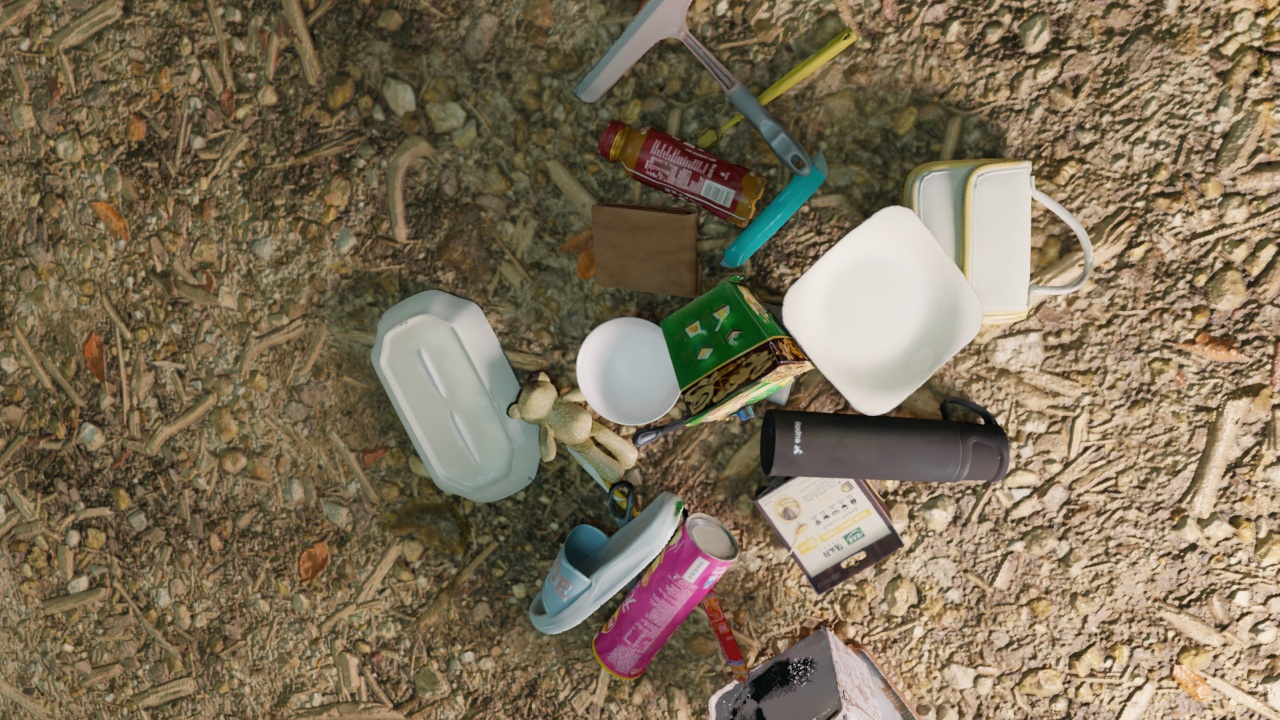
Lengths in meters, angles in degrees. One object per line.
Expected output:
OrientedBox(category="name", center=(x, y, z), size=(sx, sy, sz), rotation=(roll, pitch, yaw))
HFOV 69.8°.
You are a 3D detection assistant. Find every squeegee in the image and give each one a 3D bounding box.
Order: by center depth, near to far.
OrientedBox(category="squeegee", center=(0.091, -0.275, 0.925), size=(0.248, 0.040, 0.249), rotation=(-43, 76, 20))

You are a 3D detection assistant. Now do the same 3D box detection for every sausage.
OrientedBox(category="sausage", center=(0.089, 0.296, 1.043), size=(0.020, 0.020, 0.155), rotation=(-32, 67, 17))

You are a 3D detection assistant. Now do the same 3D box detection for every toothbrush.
OrientedBox(category="toothbrush", center=(0.136, -0.275, 0.937), size=(0.190, 0.016, 0.015), rotation=(-34, 93, 17))
OrientedBox(category="toothbrush", center=(-0.018, 0.161, 1.067), size=(0.191, 0.016, 0.018), rotation=(47, 125, -1))

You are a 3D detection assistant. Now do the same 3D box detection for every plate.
OrientedBox(category="plate", center=(0.229, -0.048, 0.880), size=(0.163, 0.034, 0.164), rotation=(-41, 103, 1))
OrientedBox(category="plate", center=(-0.221, 0.048, 1.079), size=(0.162, 0.034, 0.266), rotation=(-23, 96, 16))

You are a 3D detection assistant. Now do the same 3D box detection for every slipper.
OrientedBox(category="slipper", center=(-0.050, 0.220, 1.023), size=(0.074, 0.103, 0.246), rotation=(44, 116, -6))

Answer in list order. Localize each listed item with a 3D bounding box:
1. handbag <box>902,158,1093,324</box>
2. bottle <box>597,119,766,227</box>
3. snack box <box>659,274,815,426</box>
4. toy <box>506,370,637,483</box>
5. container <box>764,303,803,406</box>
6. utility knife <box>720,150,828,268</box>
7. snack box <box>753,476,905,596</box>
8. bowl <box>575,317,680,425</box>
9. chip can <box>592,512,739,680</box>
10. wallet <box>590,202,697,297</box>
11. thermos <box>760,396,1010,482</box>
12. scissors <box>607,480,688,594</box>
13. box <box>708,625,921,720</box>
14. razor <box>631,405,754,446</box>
OrientedBox(category="handbag", center=(0.354, -0.117, 0.904), size=(0.179, 0.063, 0.163), rotation=(-3, 103, 9))
OrientedBox(category="bottle", center=(0.041, -0.198, 0.954), size=(0.175, 0.057, 0.057), rotation=(25, 106, 6))
OrientedBox(category="snack box", center=(0.084, -0.010, 0.877), size=(0.118, 0.118, 0.105), rotation=(-32, 77, 20))
OrientedBox(category="toy", center=(-0.075, 0.078, 1.045), size=(0.157, 0.066, 0.105), rotation=(37, 75, -1))
OrientedBox(category="container", center=(0.113, -0.017, 0.963), size=(0.114, 0.090, 0.090), rotation=(16, 105, 11))
OrientedBox(category="utility knife", center=(0.141, -0.154, 0.966), size=(0.029, 0.013, 0.157), rotation=(45, 110, 3))
OrientedBox(category="snack box", center=(0.204, 0.170, 1.001), size=(0.113, 0.053, 0.125), rotation=(-35, 93, 16))
OrientedBox(category="bowl", center=(-0.006, 0.006, 1.006), size=(0.118, 0.064, 0.118), rotation=(3, 103, 11))
OrientedBox(category="chip can", center=(0.027, 0.269, 1.039), size=(0.071, 0.071, 0.211), rotation=(35, 115, 3))
OrientedBox(category="wallet", center=(0.005, -0.119, 0.983), size=(0.115, 0.020, 0.101), rotation=(8, 126, 13))
OrientedBox(category="thermos", center=(0.248, 0.080, 0.943), size=(0.242, 0.069, 0.089), rotation=(3, 64, -6))
OrientedBox(category="scissors", center=(-0.006, 0.215, 1.068), size=(0.160, 0.014, 0.175), rotation=(-19, 104, 26))
OrientedBox(category="box", center=(0.202, 0.425, 1.021), size=(0.183, 0.156, 0.193), rotation=(-40, 108, 20))
OrientedBox(category="razor", center=(0.056, 0.067, 1.027), size=(0.143, 0.022, 0.042), rotation=(-22, 91, 14))
